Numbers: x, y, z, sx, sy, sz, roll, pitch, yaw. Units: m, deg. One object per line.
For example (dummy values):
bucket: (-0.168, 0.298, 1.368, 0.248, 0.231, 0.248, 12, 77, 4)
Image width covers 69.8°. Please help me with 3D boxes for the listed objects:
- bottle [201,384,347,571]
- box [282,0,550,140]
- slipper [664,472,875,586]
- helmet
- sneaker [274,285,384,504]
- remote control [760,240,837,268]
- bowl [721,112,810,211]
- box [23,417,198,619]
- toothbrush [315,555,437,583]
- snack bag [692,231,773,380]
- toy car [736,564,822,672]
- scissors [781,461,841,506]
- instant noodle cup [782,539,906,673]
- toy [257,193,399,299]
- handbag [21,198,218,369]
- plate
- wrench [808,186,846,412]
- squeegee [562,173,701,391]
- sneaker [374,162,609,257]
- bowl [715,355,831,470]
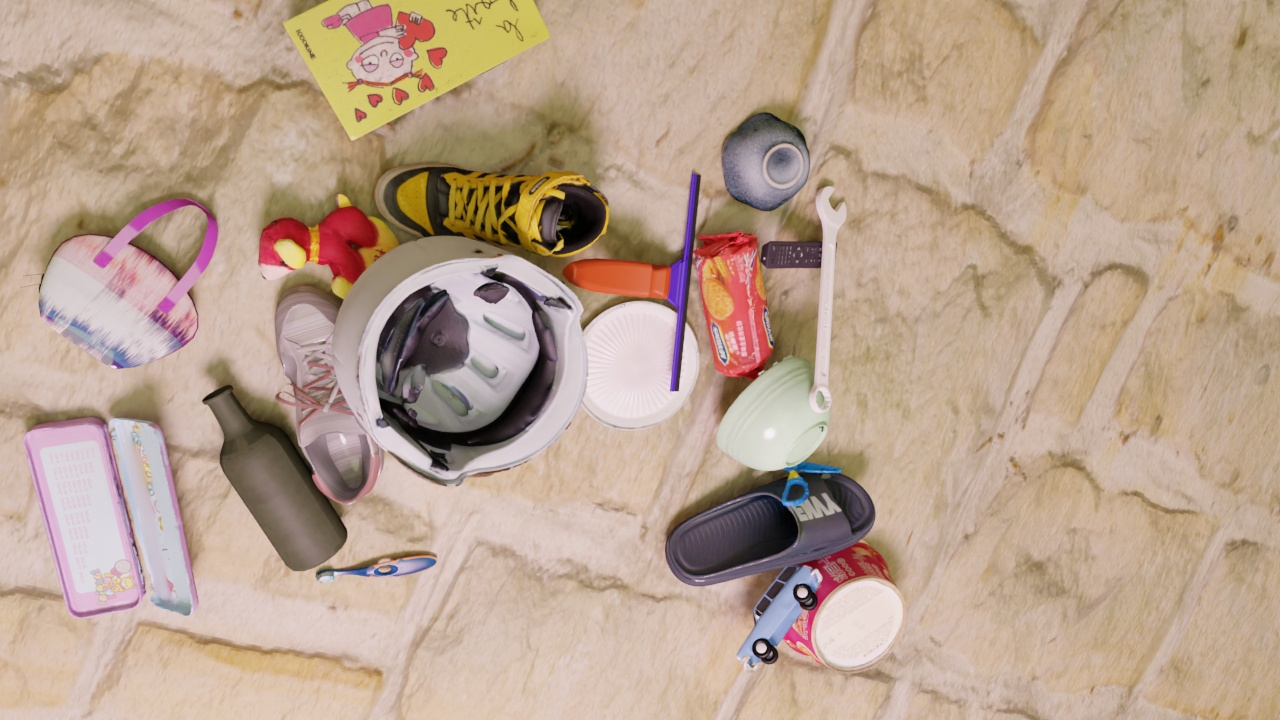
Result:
bottle: (-0.386, 0.120, 0.956, 0.071, 0.071, 0.207, -28, 111, -9)
box: (-0.213, -0.316, 0.887, 0.221, 0.082, 0.124, -28, 111, -7)
slipper: (0.158, 0.194, 1.120, 0.268, 0.110, 0.083, -16, 152, -7)
helmet: (-0.187, -0.010, 0.931, 0.264, 0.164, 0.236, 33, 91, -45)
sneaker: (-0.319, 0.042, 0.945, 0.099, 0.089, 0.236, -16, 109, -13)
remote control: (0.184, -0.123, 1.065, 0.136, 0.015, 0.032, -7, 107, -45)
bowl: (0.150, -0.222, 1.039, 0.110, 0.055, 0.110, -5, 107, -16)
box: (-0.529, 0.162, 0.933, 0.149, 0.051, 0.214, -1, 106, 6)
toothbrush: (-0.299, 0.238, 1.045, 0.135, 0.017, 0.021, -4, 108, -16)
snack bag: (0.110, -0.065, 1.059, 0.082, 0.082, 0.176, -16, 109, -13)
toy car: (0.170, 0.320, 1.149, 0.153, 0.055, 0.056, -51, 148, -9)
scissors: (0.181, 0.130, 1.128, 0.130, 0.125, 0.014, 15, 133, 13)
instant noodle cup: (0.275, 0.335, 1.218, 0.178, 0.077, 0.179, -4, 106, -16)
toy: (-0.309, -0.115, 0.923, 0.137, 0.067, 0.105, 7, 94, -27)
handbag: (-0.478, -0.084, 0.882, 0.144, 0.068, 0.170, 42, 83, -23)
plate: (-0.006, 0.006, 1.074, 0.156, 0.014, 0.157, -4, 105, -16)
wrench: (0.214, -0.074, 1.059, 0.047, 0.009, 0.273, 17, 72, -36)
squeegee: (-0.014, -0.089, 0.996, 0.184, 0.055, 0.249, 0, 98, -50)
sneaker: (-0.144, -0.153, 0.930, 0.238, 0.122, 0.086, -1, 103, -18)
bowl: (0.169, 0.075, 1.076, 0.150, 0.077, 0.151, -31, 148, -22)
